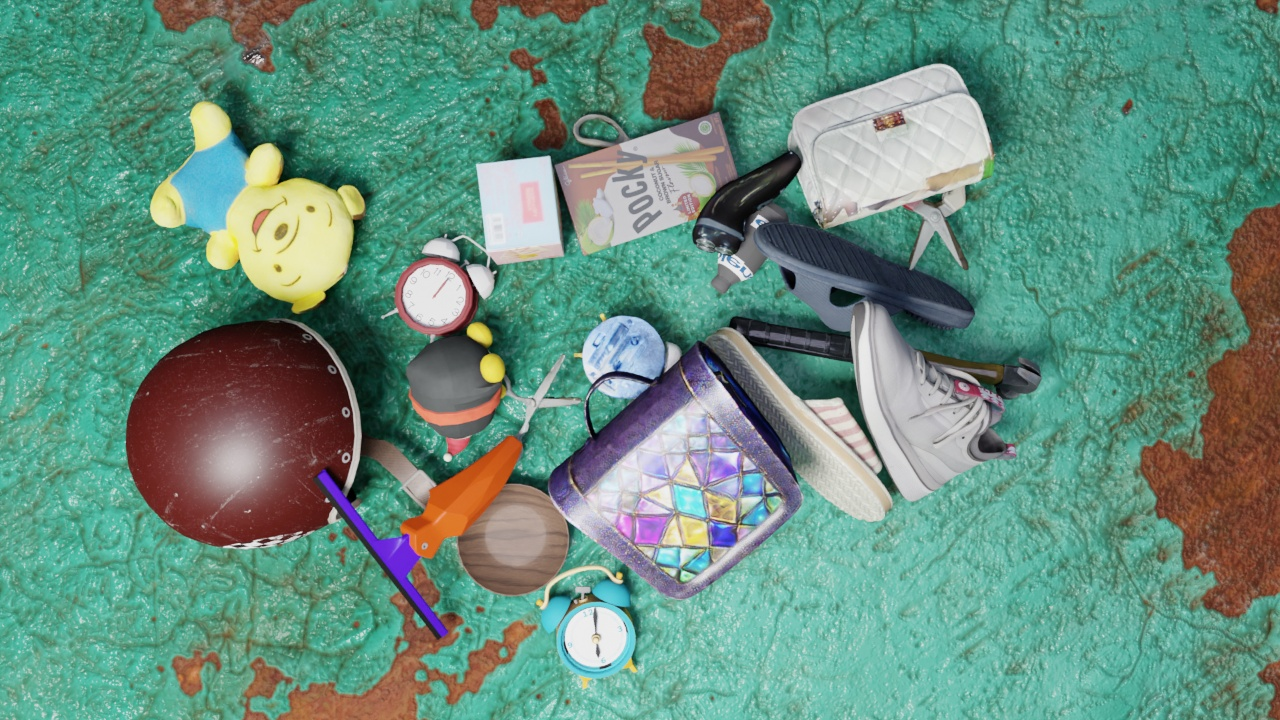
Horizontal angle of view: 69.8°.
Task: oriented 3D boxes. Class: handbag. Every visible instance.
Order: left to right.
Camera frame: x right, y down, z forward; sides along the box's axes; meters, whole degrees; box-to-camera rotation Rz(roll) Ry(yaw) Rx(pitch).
[{"bbox_3d":[0.030,0.102,0.929,0.205,0.125,0.222,-42,99,11],"label":"handbag"},{"bbox_3d":[0.263,-0.230,0.981,0.195,0.072,0.138,-19,77,2],"label":"handbag"}]

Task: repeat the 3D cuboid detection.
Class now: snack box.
[{"bbox_3d":[-0.125,-0.157,0.971,0.079,0.095,0.093,-7,88,-3],"label":"snack box"},{"bbox_3d":[0.010,-0.192,1.000,0.186,0.031,0.101,-19,99,-3],"label":"snack box"}]

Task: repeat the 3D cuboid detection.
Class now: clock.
[{"bbox_3d":[-0.213,-0.077,0.990,0.087,0.044,0.124,37,88,-1],"label":"clock"},{"bbox_3d":[-0.053,0.284,0.988,0.099,0.043,0.129,-18,96,-3],"label":"clock"},{"bbox_3d":[-0.006,0.006,0.992,0.125,0.052,0.089,35,86,-1],"label":"clock"}]

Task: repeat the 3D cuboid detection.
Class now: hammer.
[{"bbox_3d":[0.259,-0.006,0.984,0.333,0.118,0.025,10,79,3],"label":"hammer"}]

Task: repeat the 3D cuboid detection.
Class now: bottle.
[{"bbox_3d":[0.117,-0.122,1.004,0.047,0.047,0.112,38,87,-1],"label":"bottle"}]

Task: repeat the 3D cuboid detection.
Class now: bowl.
[{"bbox_3d":[-0.136,0.191,0.991,0.119,0.032,0.119,0,88,-2],"label":"bowl"}]

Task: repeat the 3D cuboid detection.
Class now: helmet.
[{"bbox_3d":[-0.362,0.080,0.907,0.234,0.253,0.233,-22,80,5],"label":"helmet"}]

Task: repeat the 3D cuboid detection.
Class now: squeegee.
[{"bbox_3d":[-0.186,0.144,0.923,0.184,0.055,0.250,-46,132,-29],"label":"squeegee"}]

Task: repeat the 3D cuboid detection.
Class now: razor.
[{"bbox_3d":[0.115,-0.164,0.968,0.140,0.053,0.063,-38,83,1],"label":"razor"}]

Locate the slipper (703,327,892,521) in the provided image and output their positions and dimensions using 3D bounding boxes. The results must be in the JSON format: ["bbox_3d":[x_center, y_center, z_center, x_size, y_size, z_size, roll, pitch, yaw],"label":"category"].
[{"bbox_3d":[0.172,0.061,0.973,0.052,0.115,0.263,-42,89,-22],"label":"slipper"}]

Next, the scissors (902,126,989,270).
[{"bbox_3d":[0.331,-0.197,1.019,0.179,0.015,0.199,-32,79,-10],"label":"scissors"}]

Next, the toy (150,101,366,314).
[{"bbox_3d":[-0.395,-0.154,0.967,0.214,0.084,0.149,31,94,-2],"label":"toy"}]

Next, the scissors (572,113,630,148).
[{"bbox_3d":[-0.005,-0.217,1.020,0.163,0.012,0.153,37,90,-5],"label":"scissors"}]

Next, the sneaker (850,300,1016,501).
[{"bbox_3d":[0.289,0.037,0.916,0.129,0.096,0.263,-19,127,20],"label":"sneaker"}]

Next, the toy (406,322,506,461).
[{"bbox_3d":[-0.191,0.034,0.964,0.099,0.097,0.119,-14,130,-15],"label":"toy"}]

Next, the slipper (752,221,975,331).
[{"bbox_3d":[0.231,-0.068,0.983,0.263,0.101,0.083,17,121,-16],"label":"slipper"}]

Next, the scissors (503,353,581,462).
[{"bbox_3d":[-0.115,0.059,0.967,0.142,0.014,0.165,23,109,41],"label":"scissors"}]
